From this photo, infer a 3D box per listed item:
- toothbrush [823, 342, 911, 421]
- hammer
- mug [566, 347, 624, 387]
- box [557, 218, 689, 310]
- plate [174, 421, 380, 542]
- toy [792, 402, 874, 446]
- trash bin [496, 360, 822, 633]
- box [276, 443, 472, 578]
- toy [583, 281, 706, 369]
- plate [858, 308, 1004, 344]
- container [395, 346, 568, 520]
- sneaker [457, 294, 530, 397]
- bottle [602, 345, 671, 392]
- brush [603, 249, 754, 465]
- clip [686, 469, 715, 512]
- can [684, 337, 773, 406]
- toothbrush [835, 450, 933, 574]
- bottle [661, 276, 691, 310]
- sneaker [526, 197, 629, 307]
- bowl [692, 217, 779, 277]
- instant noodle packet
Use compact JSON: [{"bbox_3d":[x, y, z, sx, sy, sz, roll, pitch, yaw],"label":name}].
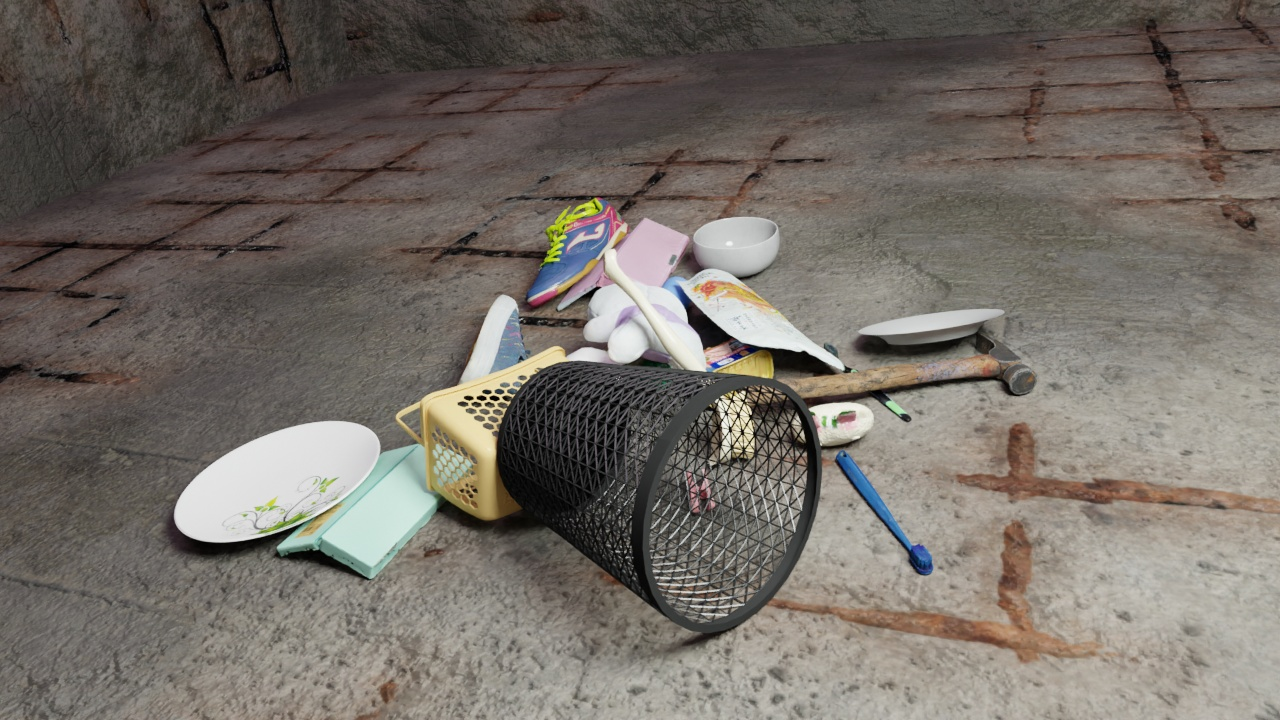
[{"bbox_3d":[0.267,0.023,1.095,0.014,0.017,0.188,-15,31,-15],"label":"toothbrush"},{"bbox_3d":[0.274,0.018,1.067,0.330,0.033,0.120,-6,24,-5],"label":"hammer"},{"bbox_3d":[-0.060,0.030,1.113,0.076,0.090,0.124,6,-2,2],"label":"mug"},{"bbox_3d":[-0.025,-0.156,1.449,0.173,0.075,0.232,-1,29,17],"label":"box"},{"bbox_3d":[-0.407,0.143,1.046,0.229,0.030,0.229,-9,27,5],"label":"plate"},{"bbox_3d":[0.208,0.068,0.995,0.087,0.050,0.112,-9,-12,9],"label":"toy"},{"bbox_3d":[0.002,0.100,0.847,0.216,0.217,0.244,-30,29,-34],"label":"trash bin"},{"bbox_3d":[-0.285,0.151,0.993,0.138,0.056,0.186,10,32,20],"label":"box"},{"bbox_3d":[0.002,-0.042,1.099,0.137,0.085,0.209,11,13,-13],"label":"toy"},{"bbox_3d":[0.360,-0.039,1.136,0.173,0.019,0.172,-10,6,1],"label":"plate"},{"bbox_3d":[-0.150,0.070,0.999,0.182,0.129,0.167,-24,42,-37],"label":"container"},{"bbox_3d":[-0.188,-0.012,1.245,0.079,0.088,0.235,25,24,-11],"label":"sneaker"},{"bbox_3d":[-0.007,0.007,1.175,0.042,0.043,0.110,-27,32,-29],"label":"bottle"},{"bbox_3d":[0.041,-0.005,0.982,0.077,0.272,0.062,-35,7,-16],"label":"brush"},{"bbox_3d":[0.068,0.134,0.947,0.041,0.023,0.059,-2,35,4],"label":"clip"},{"bbox_3d":[0.105,0.014,1.118,0.099,0.054,0.059,-23,30,-24],"label":"can"},{"bbox_3d":[0.233,0.140,0.890,0.016,0.017,0.190,-12,29,-8],"label":"toothbrush"},{"bbox_3d":[0.037,-0.070,1.293,0.048,0.048,0.130,2,30,18],"label":"bottle"},{"bbox_3d":[-0.117,-0.175,1.450,0.117,0.091,0.241,-24,20,48],"label":"sneaker"},{"bbox_3d":[0.150,-0.169,1.423,0.132,0.064,0.131,-7,29,4],"label":"bowl"},{"bbox_3d":[0.147,-0.057,1.197,0.146,0.057,0.269,10,17,-21],"label":"instant noodle packet"}]
